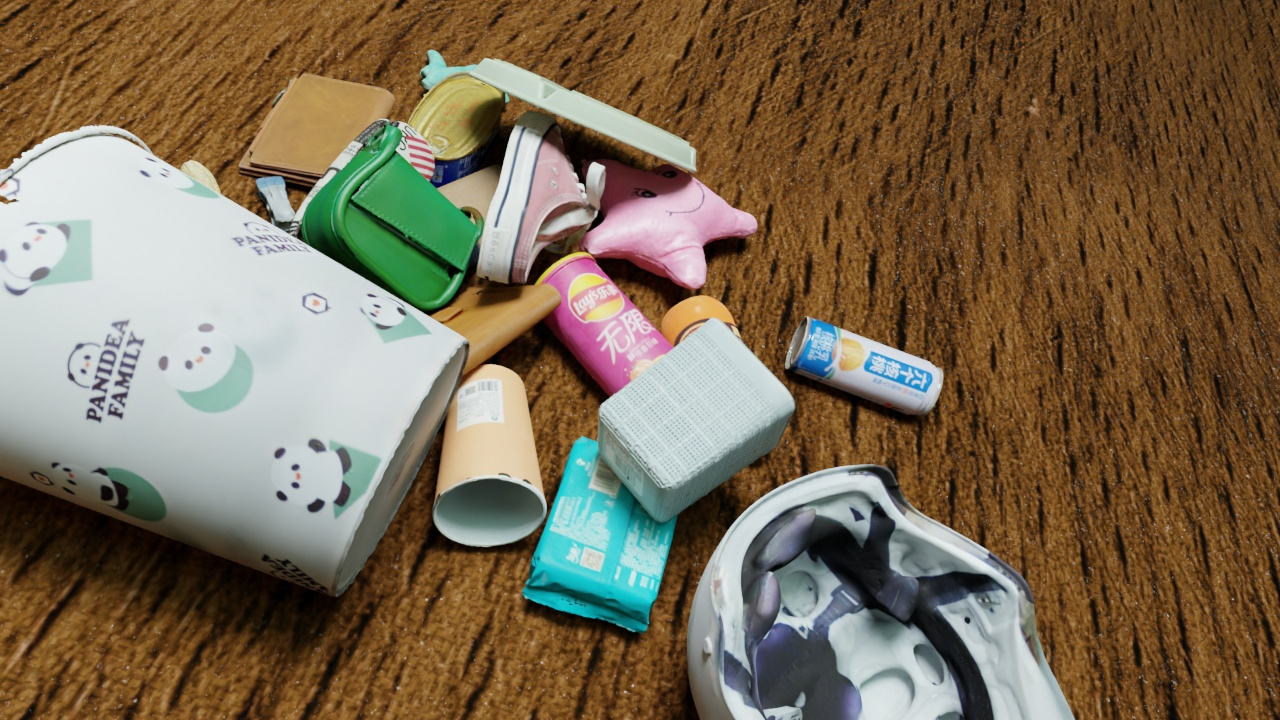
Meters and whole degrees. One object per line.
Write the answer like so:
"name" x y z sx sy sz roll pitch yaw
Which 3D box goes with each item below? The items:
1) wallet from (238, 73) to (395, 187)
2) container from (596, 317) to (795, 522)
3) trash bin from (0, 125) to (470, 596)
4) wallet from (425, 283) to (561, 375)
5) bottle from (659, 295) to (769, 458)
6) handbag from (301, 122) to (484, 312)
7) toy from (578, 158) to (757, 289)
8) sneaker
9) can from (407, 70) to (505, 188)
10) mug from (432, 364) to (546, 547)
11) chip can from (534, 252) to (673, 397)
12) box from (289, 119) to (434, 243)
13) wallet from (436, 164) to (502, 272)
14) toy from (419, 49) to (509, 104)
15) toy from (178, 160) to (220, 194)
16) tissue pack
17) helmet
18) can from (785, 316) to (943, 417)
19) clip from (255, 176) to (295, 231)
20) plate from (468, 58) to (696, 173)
"wallet" -0.309 -0.218 0.863 0.119 0.035 0.130 9 54 4
"container" 0.034 0.046 0.652 0.111 0.090 0.090 -34 69 -20
"trash bin" -0.262 0.012 0.581 0.252 0.230 0.228 26 48 -4
"wallet" -0.142 -0.025 0.736 0.108 0.031 0.131 2 29 37
"bottle" 0.071 0.017 0.791 0.066 0.067 0.149 -14 65 -28
"handbag" -0.196 -0.109 0.746 0.131 0.068 0.120 45 62 -36
"toy" 0.008 -0.140 0.882 0.178 0.075 0.194 34 43 11
"sneaker" -0.080 -0.138 0.791 0.088 0.118 0.240 13 36 -8
"can" -0.184 -0.227 0.908 0.074 0.049 0.147 20 48 -1
"mug" -0.112 0.064 0.676 0.078 0.078 0.122 4 43 -15
"chip can" -0.005 0.004 0.764 0.071 0.072 0.210 -27 65 -34
"box" -0.231 -0.141 0.786 0.082 0.075 0.163 19 57 16
"wallet" -0.152 -0.135 0.857 0.090 0.033 0.115 42 51 13
"toy" -0.194 -0.304 0.982 0.091 0.030 0.096 -7 49 -26
"toy" -0.334 -0.096 0.741 0.157 0.066 0.104 50 37 13
"tissue pack" -0.024 0.127 0.672 0.093 0.050 0.133 20 49 -3
"helmet" 0.137 0.213 0.594 0.258 0.146 0.228 44 53 8
"can" 0.205 0.007 0.845 0.134 0.053 0.053 20 49 -2
"clip" -0.321 -0.139 0.811 0.026 0.038 0.058 -11 58 -29
"plate" -0.049 -0.233 0.865 0.230 0.027 0.230 23 13 -6
